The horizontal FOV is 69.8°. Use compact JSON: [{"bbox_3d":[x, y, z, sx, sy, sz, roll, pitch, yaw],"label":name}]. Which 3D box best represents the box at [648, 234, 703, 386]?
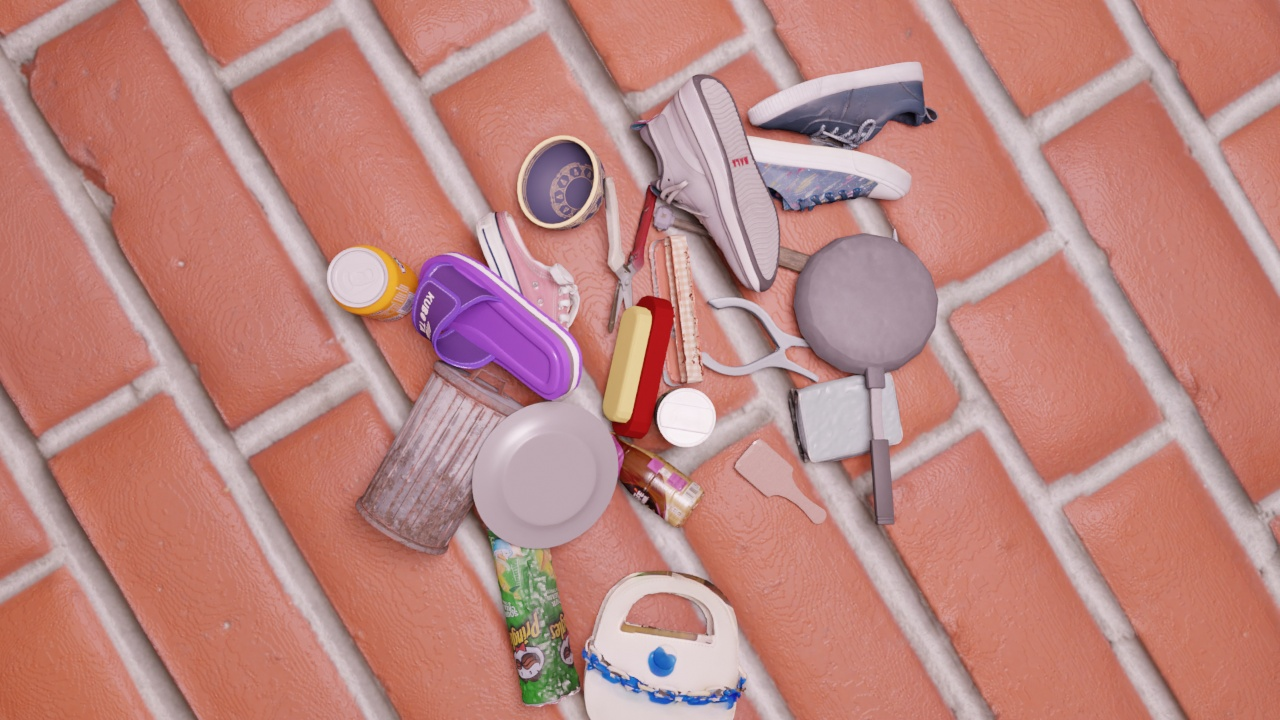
[{"bbox_3d":[0.045,-0.062,1.128,0.043,0.083,0.187,-6,87,-16],"label":"box"}]

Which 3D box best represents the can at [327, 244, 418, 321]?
[{"bbox_3d":[-0.314,-0.090,1.081,0.079,0.142,0.079,0,89,-2],"label":"can"}]

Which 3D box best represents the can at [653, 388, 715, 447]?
[{"bbox_3d":[0.051,0.067,1.097,0.067,0.121,0.067,0,88,-2],"label":"can"}]

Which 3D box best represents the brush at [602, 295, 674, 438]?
[{"bbox_3d":[-0.007,0.006,1.109,0.041,0.082,0.173,12,92,-20],"label":"brush"}]

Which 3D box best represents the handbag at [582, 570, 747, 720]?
[{"bbox_3d":[0.030,0.358,1.112,0.200,0.093,0.199,6,81,-1],"label":"handbag"}]

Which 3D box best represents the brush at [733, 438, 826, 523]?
[{"bbox_3d":[0.180,0.157,1.154,0.135,0.015,0.050,41,89,-6],"label":"brush"}]

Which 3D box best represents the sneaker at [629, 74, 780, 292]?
[{"bbox_3d":[0.078,-0.196,1.098,0.129,0.096,0.263,-17,101,40],"label":"sneaker"}]

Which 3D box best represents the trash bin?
[{"bbox_3d":[-0.229,0.107,1.087,0.131,0.131,0.211,31,90,-1],"label":"trash bin"}]

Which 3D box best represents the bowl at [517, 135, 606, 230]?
[{"bbox_3d":[-0.087,-0.211,1.123,0.113,0.061,0.112,-3,83,27],"label":"bowl"}]

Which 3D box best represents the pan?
[{"bbox_3d":[0.281,0.016,1.097,0.178,0.041,0.357,-1,80,-5],"label":"pan"}]

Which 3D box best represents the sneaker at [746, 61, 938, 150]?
[{"bbox_3d":[0.249,-0.303,1.130,0.235,0.089,0.087,-13,94,-6],"label":"sneaker"}]

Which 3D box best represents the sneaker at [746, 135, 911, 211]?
[{"bbox_3d":[0.212,-0.219,1.128,0.235,0.087,0.079,11,94,2],"label":"sneaker"}]

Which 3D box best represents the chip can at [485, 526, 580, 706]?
[{"bbox_3d":[-0.130,0.298,1.114,0.075,0.075,0.223,-12,90,-2],"label":"chip can"}]

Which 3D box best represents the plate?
[{"bbox_3d":[-0.106,0.136,1.066,0.178,0.012,0.178,-5,103,-23],"label":"plate"}]

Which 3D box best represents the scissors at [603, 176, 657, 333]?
[{"bbox_3d":[-0.017,-0.140,1.127,0.015,0.179,0.193,10,56,36],"label":"scissors"}]

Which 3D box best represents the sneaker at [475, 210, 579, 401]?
[{"bbox_3d":[-0.115,-0.069,1.096,0.088,0.118,0.241,-19,104,4],"label":"sneaker"}]

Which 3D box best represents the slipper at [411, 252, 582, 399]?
[{"bbox_3d":[-0.189,-0.035,1.040,0.266,0.083,0.107,33,131,30],"label":"slipper"}]

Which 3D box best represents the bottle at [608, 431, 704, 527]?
[{"bbox_3d":[-0.002,0.135,1.128,0.166,0.059,0.059,37,88,8],"label":"bottle"}]

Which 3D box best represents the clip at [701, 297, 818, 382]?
[{"bbox_3d":[0.156,-0.047,1.149,0.171,0.029,0.141,8,90,-2],"label":"clip"}]

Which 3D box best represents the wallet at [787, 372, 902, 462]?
[{"bbox_3d":[0.254,0.068,1.138,0.131,0.054,0.100,-10,97,-4],"label":"wallet"}]

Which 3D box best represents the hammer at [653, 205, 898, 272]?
[{"bbox_3d":[0.169,-0.138,1.151,0.317,0.028,0.147,18,83,-1],"label":"hammer"}]
